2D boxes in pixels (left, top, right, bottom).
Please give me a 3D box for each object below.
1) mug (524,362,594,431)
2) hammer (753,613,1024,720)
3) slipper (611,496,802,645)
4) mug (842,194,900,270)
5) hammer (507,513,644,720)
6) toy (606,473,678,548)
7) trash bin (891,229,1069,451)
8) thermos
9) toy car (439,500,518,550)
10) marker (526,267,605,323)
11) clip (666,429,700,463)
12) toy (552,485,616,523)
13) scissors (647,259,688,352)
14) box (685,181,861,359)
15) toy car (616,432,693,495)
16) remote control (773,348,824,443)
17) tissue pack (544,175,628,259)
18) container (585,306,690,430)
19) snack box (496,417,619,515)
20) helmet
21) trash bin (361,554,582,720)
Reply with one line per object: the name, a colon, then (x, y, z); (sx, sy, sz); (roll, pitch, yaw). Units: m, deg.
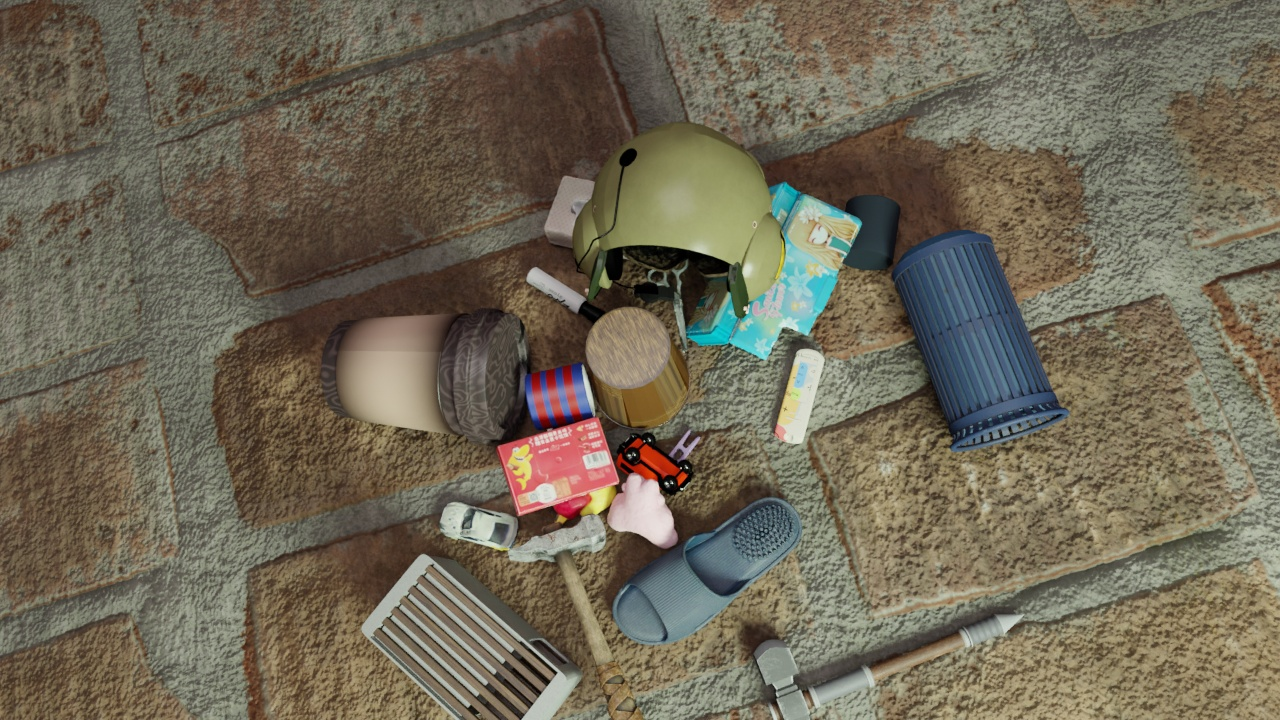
mug: (-0.100, 0.064, 1.198); (0.076, 0.075, 0.112); (-13, 101, 2)
hammer: (0.305, 0.360, 1.089); (0.322, 0.043, 0.156); (-20, 74, -2)
slipper: (0.085, 0.257, 1.116); (0.263, 0.082, 0.101); (-33, 77, -4)
mug: (0.287, -0.169, 1.220); (0.105, 0.071, 0.077); (4, 74, 29)
hammer: (-0.052, 0.333, 1.080); (0.121, 0.049, 0.318); (-19, 61, -13)
toy: (0.002, 0.182, 1.139); (0.099, 0.052, 0.096); (16, 121, 25)
trash bin: (0.408, -0.028, 1.131); (0.139, 0.139, 0.249); (-16, 72, 1)
thermos: (-0.275, 0.016, 1.180); (0.226, 0.173, 0.172); (2, 75, 13)
toy car: (-0.210, 0.213, 1.183); (0.105, 0.033, 0.048); (11, 78, 10)
marker: (-0.100, -0.087, 1.256); (0.126, 0.025, 0.025); (33, 80, 13)
clip: (0.058, 0.117, 1.192); (0.053, 0.013, 0.037); (-37, 74, -2)
toy: (-0.099, 0.159, 1.177); (0.137, 0.067, 0.105); (10, 78, -4)
scissors: (0.057, -0.087, 1.229); (0.090, 0.014, 0.171); (-33, 58, 1)
box: (0.161, -0.116, 1.184); (0.173, 0.083, 0.227); (19, 77, 38)
toy car: (0.016, 0.135, 1.169); (0.100, 0.051, 0.049); (36, 126, 12)
remote control: (0.207, 0.046, 1.193); (0.038, 0.018, 0.125); (15, 79, 10)
tissue pack: (-0.036, -0.189, 1.252); (0.181, 0.071, 0.103); (16, 70, 8)
container: (-0.006, 0.007, 1.146); (0.132, 0.167, 0.132); (-1, 75, 5)
snack box: (-0.102, 0.130, 1.139); (0.132, 0.021, 0.089); (-16, 78, -17)
helmet: (0.051, -0.162, 1.096); (0.250, 0.256, 0.232); (7, 78, 9)
trash bin: (-0.198, 0.350, 1.102); (0.229, 0.114, 0.114); (37, 81, 14)
